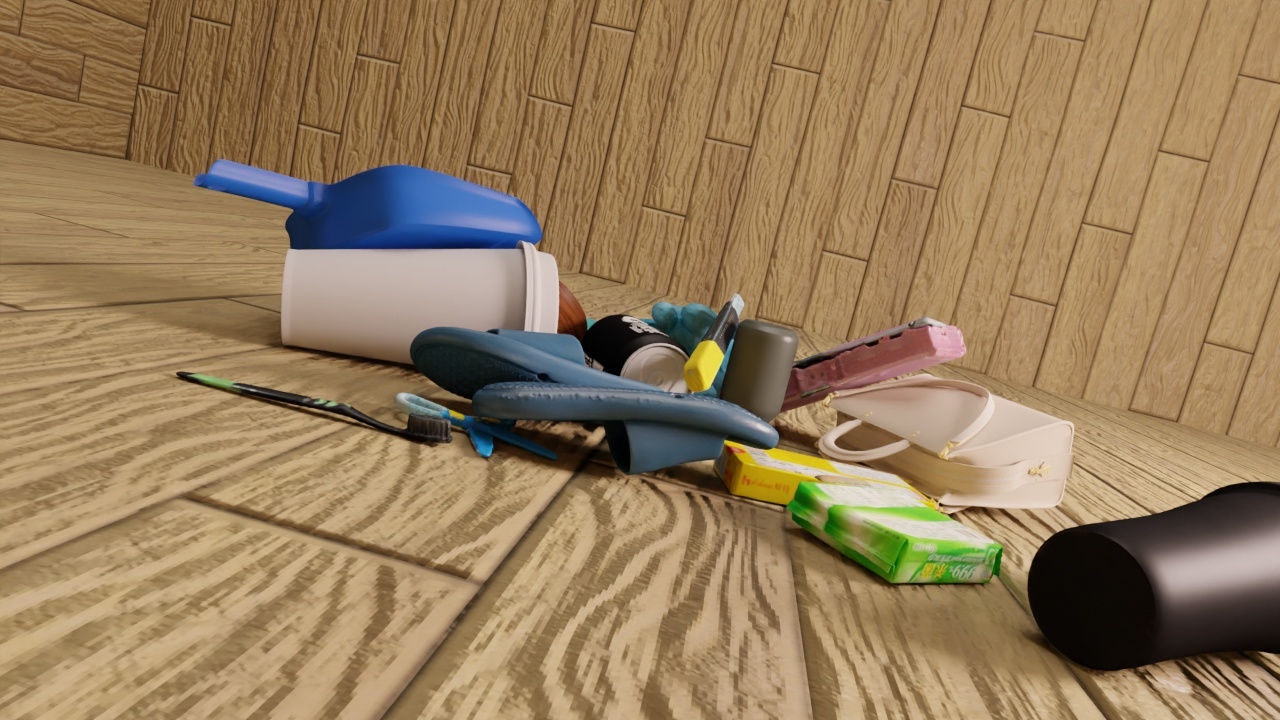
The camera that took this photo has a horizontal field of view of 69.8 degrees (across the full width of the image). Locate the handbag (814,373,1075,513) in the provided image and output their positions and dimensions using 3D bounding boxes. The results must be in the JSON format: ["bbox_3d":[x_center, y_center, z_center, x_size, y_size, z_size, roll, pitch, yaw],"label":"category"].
[{"bbox_3d":[0.245,0.075,0.825,0.197,0.101,0.195,-4,15,-26],"label":"handbag"}]

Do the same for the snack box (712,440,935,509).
[{"bbox_3d":[0.134,0.093,0.688,0.152,0.025,0.075,13,8,-9],"label":"snack box"}]

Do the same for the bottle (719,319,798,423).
[{"bbox_3d":[0.108,0.019,0.862,0.060,0.108,0.060,14,8,-2],"label":"bottle"}]

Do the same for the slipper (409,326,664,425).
[{"bbox_3d":[-0.071,0.007,0.715,0.213,0.059,0.104,16,-22,-26],"label":"slipper"}]

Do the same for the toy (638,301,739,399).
[{"bbox_3d":[0.064,-0.005,0.978,0.184,0.114,0.180,4,-17,21],"label":"toy"}]

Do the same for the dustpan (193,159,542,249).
[{"bbox_3d":[-0.265,-0.117,0.819,0.246,0.059,0.257,-18,-15,35],"label":"dustpan"}]

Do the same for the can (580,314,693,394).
[{"bbox_3d":[-0.005,0.005,0.868,0.080,0.080,0.146,11,8,-19],"label":"can"}]

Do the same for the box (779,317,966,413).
[{"bbox_3d":[0.197,0.011,0.914,0.233,0.041,0.098,-22,-13,36],"label":"box"}]

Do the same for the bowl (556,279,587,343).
[{"bbox_3d":[-0.135,-0.040,0.941,0.147,0.068,0.147,23,-28,13],"label":"bowl"}]

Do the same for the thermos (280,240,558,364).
[{"bbox_3d":[-0.190,-0.046,0.800,0.221,0.131,0.131,4,10,-16],"label":"thermos"}]

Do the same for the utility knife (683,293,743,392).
[{"bbox_3d":[0.074,-0.023,0.855,0.020,0.029,0.197,-10,20,24],"label":"utility knife"}]

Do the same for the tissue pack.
[{"bbox_3d":[0.162,0.109,0.588,0.113,0.034,0.099,9,11,-34],"label":"tissue pack"}]

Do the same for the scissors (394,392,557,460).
[{"bbox_3d":[-0.118,0.043,0.638,0.125,0.016,0.125,12,9,-16],"label":"scissors"}]

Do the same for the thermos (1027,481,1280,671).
[{"bbox_3d":[0.319,0.125,0.527,0.218,0.106,0.106,3,13,-33],"label":"thermos"}]

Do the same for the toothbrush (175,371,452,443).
[{"bbox_3d":[-0.211,0.026,0.594,0.188,0.017,0.014,13,9,4],"label":"toothbrush"}]

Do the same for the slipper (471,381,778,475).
[{"bbox_3d":[-0.011,0.048,0.642,0.213,0.059,0.104,7,-1,-7],"label":"slipper"}]

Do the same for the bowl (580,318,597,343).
[{"bbox_3d":[-0.084,-0.025,1.079,0.121,0.046,0.121,13,8,-2],"label":"bowl"}]
